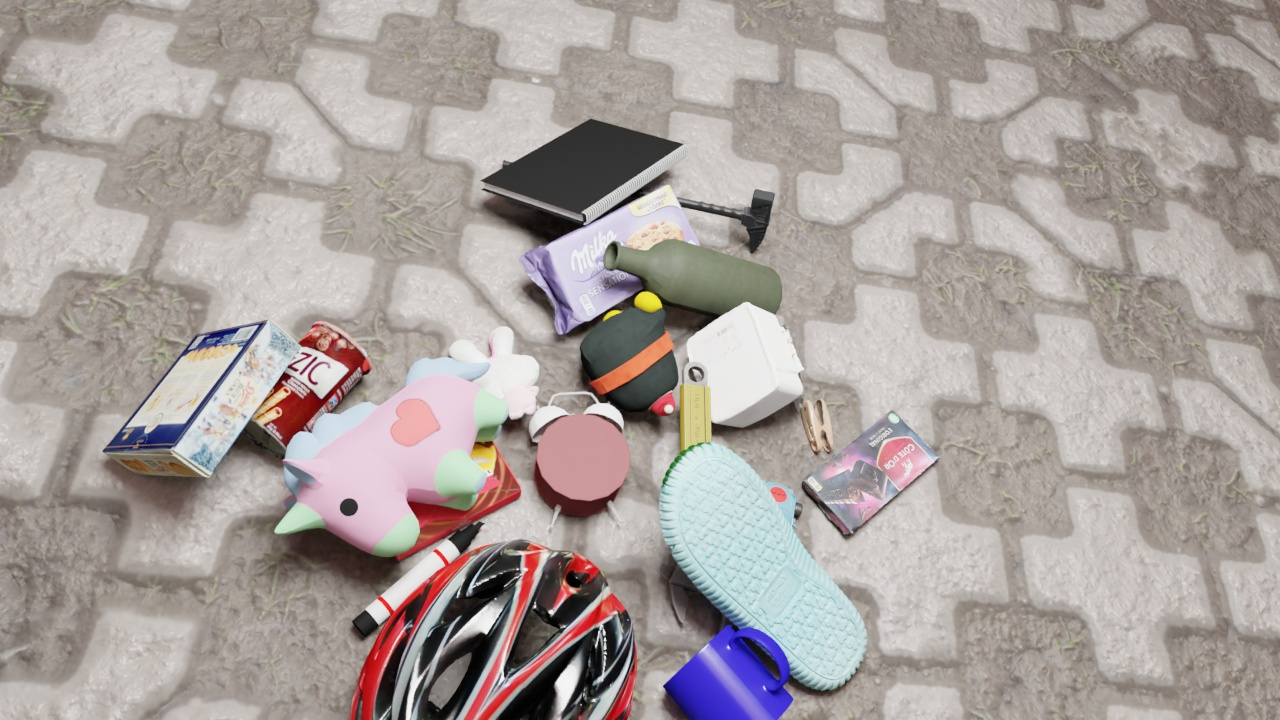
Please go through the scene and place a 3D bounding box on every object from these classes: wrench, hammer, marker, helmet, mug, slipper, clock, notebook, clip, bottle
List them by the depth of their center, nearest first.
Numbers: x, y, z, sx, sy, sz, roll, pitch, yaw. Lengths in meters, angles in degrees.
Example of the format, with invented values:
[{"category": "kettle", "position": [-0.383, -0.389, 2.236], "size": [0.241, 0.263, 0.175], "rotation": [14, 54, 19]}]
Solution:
[{"category": "helmet", "position": [-0.109, 0.259, 0.756], "size": [0.217, 0.167, 0.271], "rotation": [34, 47, 5]}, {"category": "mug", "position": [0.085, 0.281, 0.800], "size": [0.083, 0.111, 0.079], "rotation": [47, 30, 16]}, {"category": "marker", "position": [-0.199, 0.195, 0.841], "size": [0.019, 0.019, 0.145], "rotation": [43, 61, 13]}, {"category": "slipper", "position": [0.108, 0.196, 0.854], "size": [0.115, 0.070, 0.276], "rotation": [-46, 103, -22]}, {"category": "wrench", "position": [0.060, 0.130, 0.910], "size": [0.083, 0.018, 0.273], "rotation": [5, 69, -11]}, {"category": "clock", "position": [-0.060, 0.093, 0.912], "size": [0.096, 0.048, 0.137], "rotation": [-3, 61, -13]}, {"category": "bottle", "position": [0.055, -0.089, 0.989], "size": [0.206, 0.072, 0.071], "rotation": [12, 56, -31]}, {"category": "clip", "position": [0.190, 0.070, 0.994], "size": [0.047, 0.025, 0.062], "rotation": [-33, 79, -22]}, {"category": "notebook", "position": [-0.060, -0.224, 1.062], "size": [0.149, 0.016, 0.206], "rotation": [22, 44, 27]}, {"category": "hammer", "position": [-0.007, -0.195, 1.090], "size": [0.325, 0.095, 0.015], "rotation": [13, 58, 6]}]

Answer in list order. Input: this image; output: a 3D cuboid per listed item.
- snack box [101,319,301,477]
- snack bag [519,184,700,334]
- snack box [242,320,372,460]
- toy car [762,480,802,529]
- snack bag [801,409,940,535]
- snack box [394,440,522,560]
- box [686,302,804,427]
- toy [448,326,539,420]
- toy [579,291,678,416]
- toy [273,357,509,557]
[{"category": "snack box", "position": [-0.396, 0.035, 0.830], "size": [0.042, 0.145, 0.144], "rotation": [49, 51, -35]}, {"category": "snack bag", "position": [-0.030, -0.114, 1.019], "size": [0.205, 0.058, 0.096], "rotation": [-30, 100, -26]}, {"category": "snack box", "position": [-0.325, 0.028, 0.881], "size": [0.072, 0.072, 0.121], "rotation": [32, 59, 7]}, {"category": "toy car", "position": [0.132, 0.167, 0.922], "size": [0.060, 0.028, 0.107], "rotation": [18, 58, -1]}, {"category": "snack bag", "position": [0.246, 0.118, 0.982], "size": [0.154, 0.018, 0.074], "rotation": [-32, 70, -28]}, {"category": "snack box", "position": [-0.193, 0.122, 0.883], "size": [0.132, 0.021, 0.089], "rotation": [-26, 68, -24]}, {"category": "box", "position": [0.135, 0.012, 0.991], "size": [0.130, 0.103, 0.110], "rotation": [13, 51, -49]}, {"category": "toy", "position": [-0.142, 0.017, 0.943], "size": [0.075, 0.037, 0.125], "rotation": [-26, 55, -19]}, {"category": "toy", "position": [-0.006, 0.005, 0.953], "size": [0.099, 0.098, 0.119], "rotation": [-38, 97, -40]}, {"category": "toy", "position": [-0.221, 0.076, 0.833], "size": [0.171, 0.120, 0.221], "rotation": [21, 58, -9]}]
